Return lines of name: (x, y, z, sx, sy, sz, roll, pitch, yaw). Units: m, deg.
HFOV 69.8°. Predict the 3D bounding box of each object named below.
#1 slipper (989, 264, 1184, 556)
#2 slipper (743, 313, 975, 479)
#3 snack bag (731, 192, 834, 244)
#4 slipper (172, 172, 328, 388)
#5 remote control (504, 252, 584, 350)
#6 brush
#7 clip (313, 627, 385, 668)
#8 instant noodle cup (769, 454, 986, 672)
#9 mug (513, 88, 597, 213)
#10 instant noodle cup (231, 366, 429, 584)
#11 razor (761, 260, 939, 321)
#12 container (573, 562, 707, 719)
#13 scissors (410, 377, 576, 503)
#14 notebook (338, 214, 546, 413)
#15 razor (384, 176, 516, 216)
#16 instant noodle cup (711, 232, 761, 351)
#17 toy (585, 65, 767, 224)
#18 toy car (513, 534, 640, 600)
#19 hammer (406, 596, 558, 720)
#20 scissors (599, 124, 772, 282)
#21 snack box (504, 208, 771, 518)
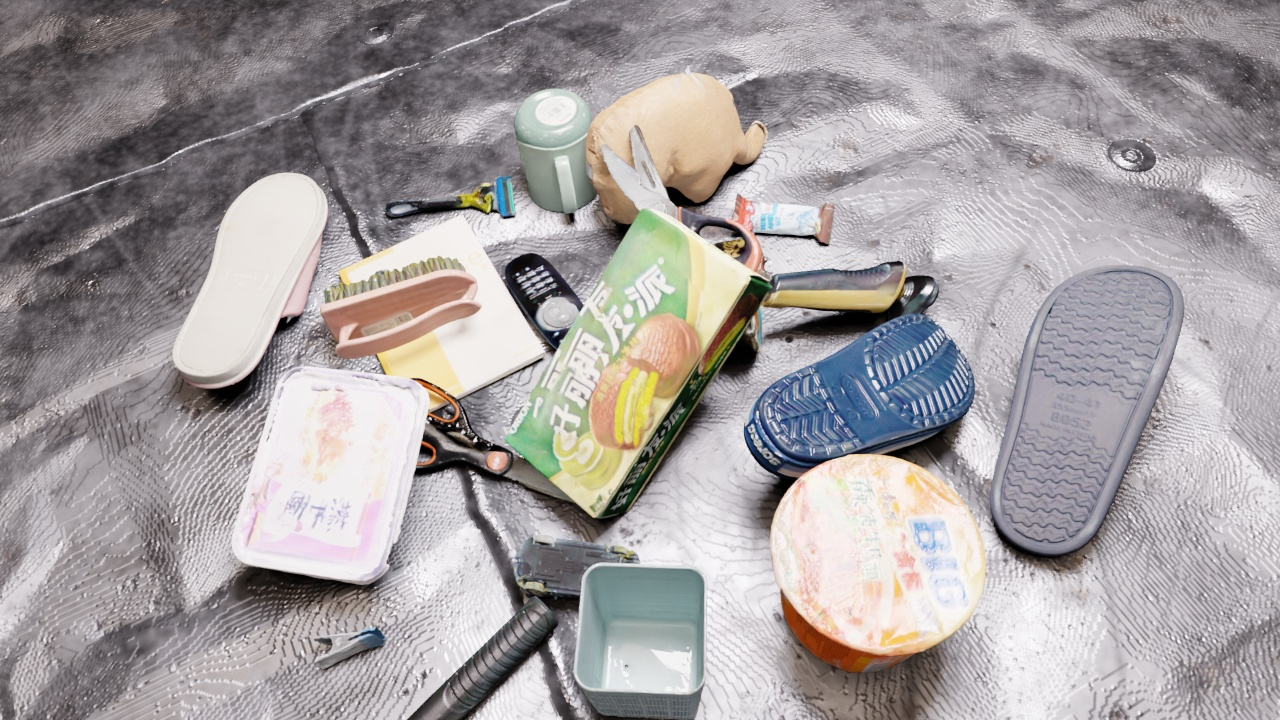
slipper: (0.375, 0.043, 0.788, 0.111, 0.083, 0.267, 19, 78, 28)
slipper: (0.185, 0.043, 0.782, 0.252, 0.095, 0.105, -21, 70, -35)
snack bag: (0.146, -0.147, 0.948, 0.104, 0.026, 0.048, 8, 70, 10)
slipper: (-0.386, -0.082, 0.928, 0.114, 0.054, 0.273, 1, 55, 5)
remote control: (-0.087, -0.053, 0.906, 0.053, 0.024, 0.136, -29, 61, -16)
brush: (-0.225, -0.050, 0.879, 0.145, 0.063, 0.073, -18, 54, -7)
clip: (-0.234, 0.229, 0.736, 0.057, 0.024, 0.028, -15, 54, -1)
instant noodle cup: (0.170, 0.162, 0.697, 0.151, 0.112, 0.151, -2, 57, 3)
mug: (-0.084, -0.211, 0.958, 0.082, 0.106, 0.111, -11, 58, -4)
instant noodle cup: (-0.254, 0.099, 0.784, 0.138, 0.060, 0.173, 7, 73, 8)
razor: (0.193, -0.060, 0.854, 0.167, 0.062, 0.067, -1, 97, -14)
container: (0.005, 0.213, 0.677, 0.090, 0.112, 0.090, 1, 57, 5)
scissors: (-0.133, 0.072, 0.825, 0.235, 0.022, 0.125, 4, 68, 7)
notebook: (-0.202, -0.049, 0.918, 0.145, 0.010, 0.206, -27, 60, -11)
razor: (-0.205, -0.170, 0.992, 0.143, 0.022, 0.043, -6, 101, 4)
instant noodle cup: (0.049, -0.060, 0.857, 0.120, 0.111, 0.111, -2, 57, 11)
toy: (0.048, -0.227, 0.940, 0.225, 0.144, 0.082, -21, 46, -22)
toy car: (-0.052, 0.174, 0.753, 0.105, 0.031, 0.048, 7, 57, 7)
hammer: (-0.179, 0.294, 0.685, 0.129, 0.033, 0.300, 38, 67, 24)
scissors: (0.033, -0.123, 0.820, 0.214, 0.015, 0.196, 11, 81, 24)
snack box: (-0.005, 0.004, 0.768, 0.114, 0.063, 0.240, 38, 103, 23)
